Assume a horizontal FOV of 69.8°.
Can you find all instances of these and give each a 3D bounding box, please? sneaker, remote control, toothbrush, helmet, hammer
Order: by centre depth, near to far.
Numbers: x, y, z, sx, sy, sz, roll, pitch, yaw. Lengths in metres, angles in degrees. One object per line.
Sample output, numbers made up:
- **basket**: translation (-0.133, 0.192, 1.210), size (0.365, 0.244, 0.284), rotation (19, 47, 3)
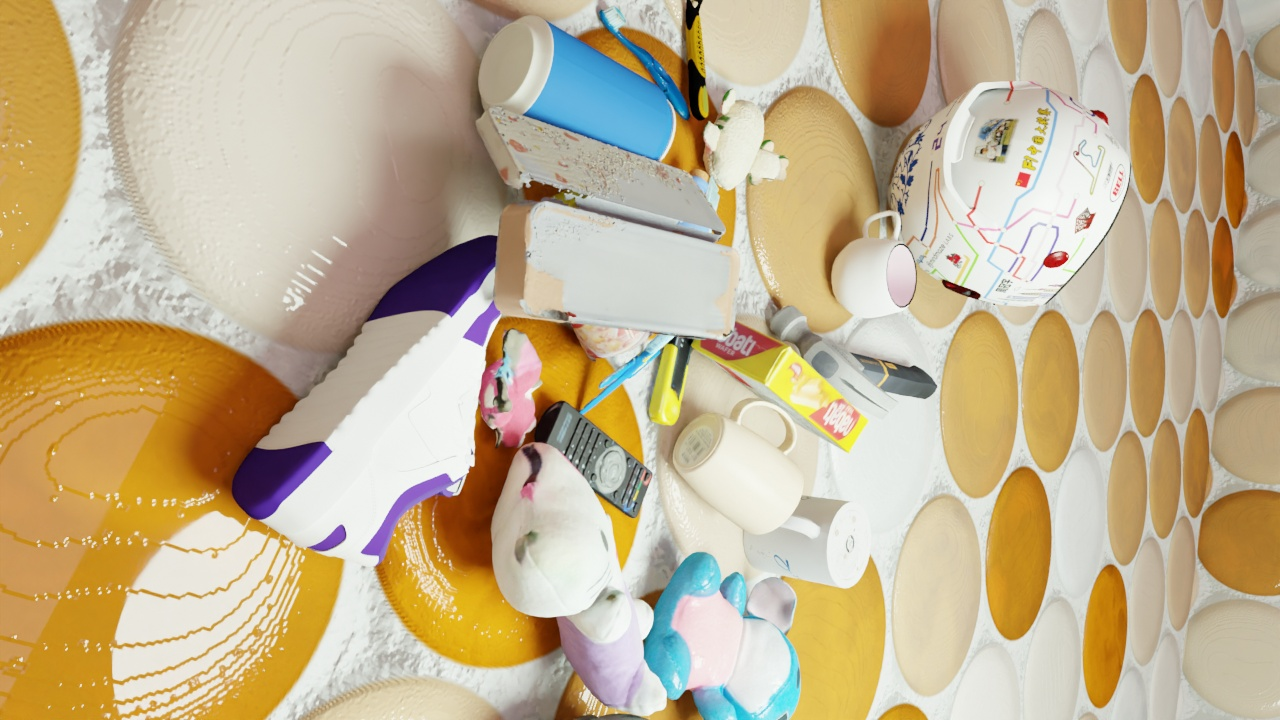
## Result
- **sneaker**: translation (-0.139, 0.029, 0.599), size (0.243, 0.092, 0.111), rotation (-54, 128, -27)
- **remote control**: translation (-0.036, 0.084, 0.757), size (0.140, 0.021, 0.045), rotation (44, 61, -44)
- **toothbrush**: translation (0.009, -0.257, 0.799), size (0.132, 0.016, 0.021), rotation (41, 42, -39)
- **hammer**: translation (0.263, 0.012, 1.029), size (0.035, 0.139, 0.312), rotation (-52, 151, 19)
- **helmet**: translation (0.413, -0.191, 1.076), size (0.314, 0.236, 0.231), rotation (49, 60, -75)

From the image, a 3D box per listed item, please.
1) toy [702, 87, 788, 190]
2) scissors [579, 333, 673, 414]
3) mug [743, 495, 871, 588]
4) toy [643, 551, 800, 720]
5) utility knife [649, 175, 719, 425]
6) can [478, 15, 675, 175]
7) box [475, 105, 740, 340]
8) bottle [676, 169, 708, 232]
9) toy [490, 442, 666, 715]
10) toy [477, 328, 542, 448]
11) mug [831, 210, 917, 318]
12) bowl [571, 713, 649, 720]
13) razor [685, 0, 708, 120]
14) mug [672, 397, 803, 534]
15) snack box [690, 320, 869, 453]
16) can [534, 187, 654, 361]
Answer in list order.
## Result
- **toy**: translation (0.092, -0.203, 0.864), size (0.112, 0.050, 0.087), rotation (31, 74, -48)
- **scissors**: translation (-0.002, 0.002, 0.744), size (0.014, 0.131, 0.125), rotation (46, 28, 5)
- **mug**: translation (0.155, 0.170, 0.906), size (0.119, 0.097, 0.083), rotation (33, 67, -42)
- **toy**: translation (0.074, 0.280, 0.821), size (0.191, 0.099, 0.223), rotation (46, 45, -31)
- **utility knife**: translation (0.044, -0.056, 0.832), size (0.028, 0.020, 0.233), rotation (21, 78, -48)
- **can**: translation (-0.046, -0.196, 0.696), size (0.146, 0.079, 0.079), rotation (14, 81, -46)
- **box**: translation (-0.015, -0.091, 0.647), size (0.216, 0.071, 0.156), rotation (5, 61, -47)
- **bottle**: translation (0.034, -0.109, 0.806), size (0.048, 0.048, 0.131), rotation (34, 67, -42)
- **toy**: translation (-0.048, 0.166, 0.693), size (0.137, 0.085, 0.209), rotation (-100, 167, -60)
- **toy**: translation (-0.100, 0.026, 0.669), size (0.102, 0.050, 0.065), rotation (89, 17, -60)
- **mug**: translation (0.260, -0.109, 1.026), size (0.090, 0.076, 0.123), rotation (22, 75, -45)
- **bowl**: translation (-0.044, 0.318, 0.708), size (0.150, 0.057, 0.151), rotation (-26, 140, -25)
- **razor**: translation (0.051, -0.291, 0.838), size (0.044, 0.021, 0.144), rotation (1, 85, -56)
- **mug**: translation (0.094, 0.087, 0.841), size (0.104, 0.085, 0.111), rotation (37, 87, -29)
- **snack box**: translation (0.137, 0.024, 0.866), size (0.200, 0.092, 0.042), rotation (34, 87, -49)
- **can**: translation (-0.037, -0.068, 0.718), size (0.066, 0.067, 0.124), rotation (-45, 122, -36)
